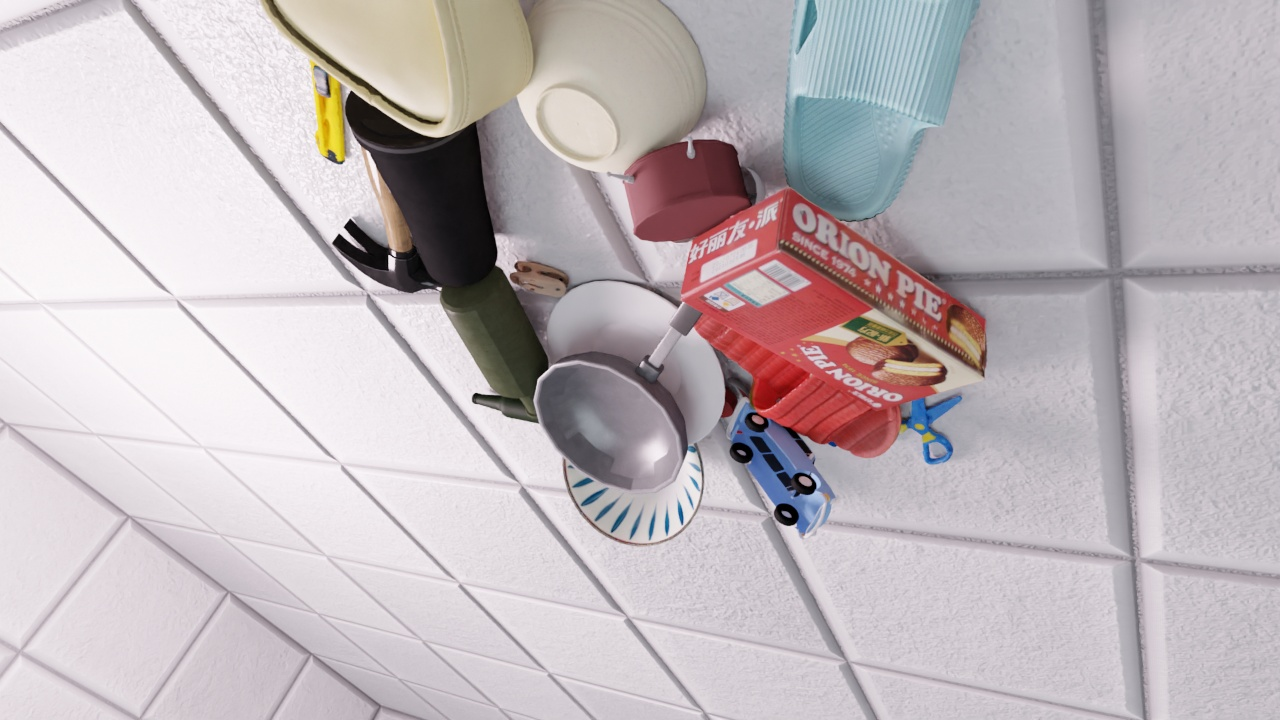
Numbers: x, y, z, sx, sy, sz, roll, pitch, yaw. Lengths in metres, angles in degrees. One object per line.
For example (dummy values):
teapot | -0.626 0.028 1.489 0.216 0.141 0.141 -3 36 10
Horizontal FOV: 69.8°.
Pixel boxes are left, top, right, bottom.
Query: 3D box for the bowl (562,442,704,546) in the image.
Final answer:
bowl | 0.003 0.120 1.064 0.177 0.070 0.177 4 100 24

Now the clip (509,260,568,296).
clip | -0.102 -0.085 0.933 0.061 0.049 0.026 -12 146 -14

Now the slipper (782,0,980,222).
slipper | 0.145 -0.181 0.598 0.116 0.069 0.277 21 147 14

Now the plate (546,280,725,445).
plate | -0.006 0.006 0.963 0.209 0.015 0.209 17 131 21

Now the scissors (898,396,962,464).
scissors | 0.262 0.057 0.890 0.110 0.018 0.131 5 141 25

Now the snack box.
snack box | 0.159 -0.039 0.735 0.236 0.060 0.113 27 150 -27

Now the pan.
pan | 0.007 0.012 0.908 0.178 0.041 0.358 37 137 2

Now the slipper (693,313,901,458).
slipper | 0.143 0.017 0.860 0.248 0.059 0.104 38 136 -11

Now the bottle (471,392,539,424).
bottle | -0.157 0.057 1.146 0.123 0.032 0.033 9 143 25

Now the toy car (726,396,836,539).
toy car | 0.138 0.102 0.892 0.054 0.153 0.056 -4 132 -32

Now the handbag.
handbag | -0.180 -0.271 0.642 0.233 0.088 0.191 28 134 27

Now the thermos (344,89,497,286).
thermos | -0.181 -0.159 0.820 0.106 0.105 0.219 17 150 13

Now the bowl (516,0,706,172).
bowl | -0.034 -0.197 0.686 0.151 0.075 0.151 18 145 13

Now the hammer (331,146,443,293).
hammer | -0.252 -0.178 0.894 0.132 0.040 0.306 17 145 8

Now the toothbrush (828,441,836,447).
toothbrush | 0.161 0.040 0.929 0.022 0.017 0.135 -23 119 44

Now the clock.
clock | 0.040 -0.128 0.712 0.096 0.048 0.137 -17 169 26

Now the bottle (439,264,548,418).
bottle | -0.142 -0.010 0.978 0.071 0.071 0.207 9 144 25

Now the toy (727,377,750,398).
toy | 0.130 0.059 0.960 0.049 0.030 0.112 0 128 41

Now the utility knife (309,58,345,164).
utility knife | -0.287 -0.256 0.832 0.030 0.019 0.218 18 143 -3

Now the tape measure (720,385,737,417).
tape measure | 0.075 0.040 0.982 0.051 0.019 0.059 41 151 -24
